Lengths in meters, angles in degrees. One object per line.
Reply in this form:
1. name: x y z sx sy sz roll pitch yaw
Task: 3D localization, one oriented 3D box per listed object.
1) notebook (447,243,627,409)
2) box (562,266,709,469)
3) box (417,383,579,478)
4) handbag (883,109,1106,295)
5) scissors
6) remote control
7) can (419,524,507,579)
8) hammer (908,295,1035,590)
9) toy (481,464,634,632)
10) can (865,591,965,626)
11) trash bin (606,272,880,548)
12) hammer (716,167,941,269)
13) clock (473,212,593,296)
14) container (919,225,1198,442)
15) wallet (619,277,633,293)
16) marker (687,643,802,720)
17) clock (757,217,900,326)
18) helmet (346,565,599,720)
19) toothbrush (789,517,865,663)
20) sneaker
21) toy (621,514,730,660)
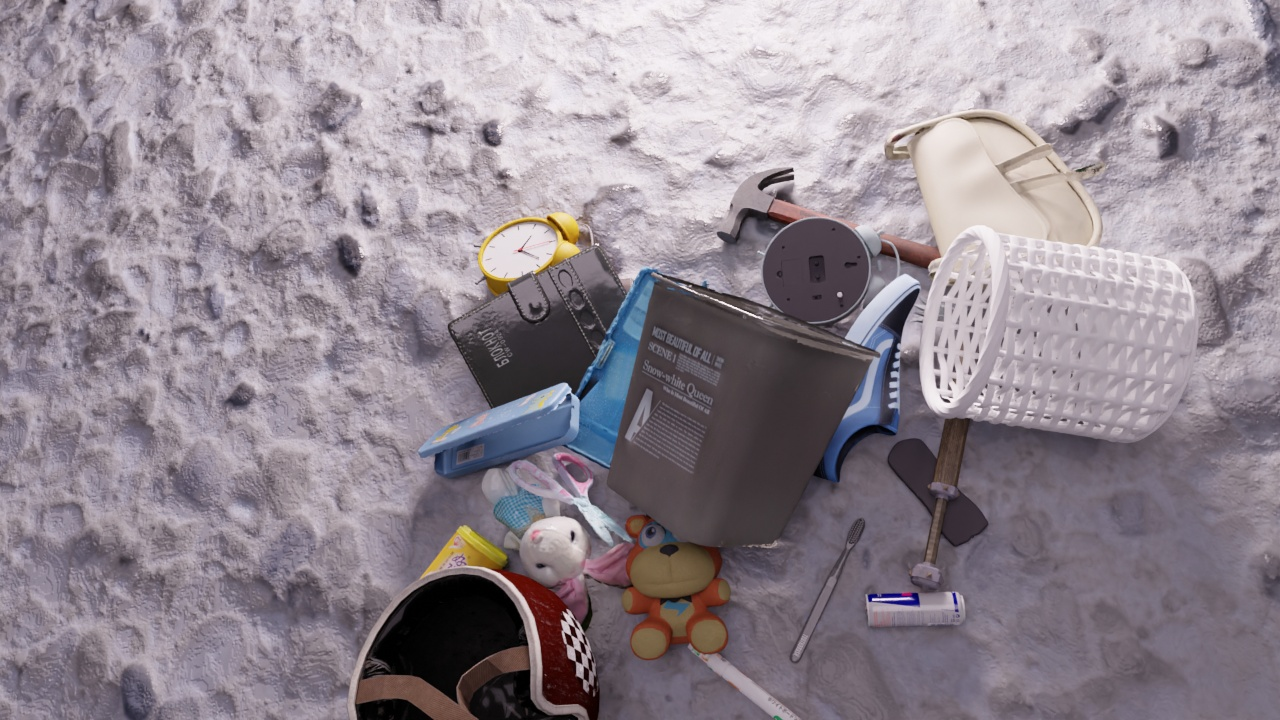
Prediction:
1. notebook: -0.103 -0.025 1.092 0.209 0.029 0.169 -29 91 -2
2. box: -0.005 0.006 1.020 0.094 0.110 0.231 29 82 -4
3. box: -0.167 0.074 1.040 0.210 0.064 0.069 -18 55 29
4. handbag: 0.389 -0.188 1.010 0.184 0.132 0.228 -9 61 0
5. scissors: -0.080 0.153 0.989 0.179 0.108 0.016 48 129 49
6. remote control: 0.312 0.136 0.972 0.046 0.009 0.124 -33 65 -2
7. can: -0.203 0.242 1.016 0.068 0.068 0.105 33 79 22
8. hammer: 0.334 0.089 0.967 0.147 0.028 0.316 15 69 10
9. toy: -0.101 0.185 0.997 0.131 0.106 0.205 -40 67 -8
10. can: 0.275 0.250 0.922 0.095 0.032 0.032 -5 67 11
11. trash bin: 0.088 0.054 0.924 0.197 0.197 0.220 29 103 45
12. hammer: 0.250 -0.152 1.093 0.301 0.028 0.111 21 75 20
13. clock: -0.132 -0.133 1.150 0.152 0.052 0.113 -15 50 6
14. container: 0.397 -0.024 0.898 0.187 0.190 0.189 9 70 -2
15. wallet: -0.069 -0.065 1.135 0.123 0.019 0.072 -2 68 12
16. marker: 0.109 0.333 0.935 0.145 0.017 0.017 34 79 22
17. clock: 0.215 -0.102 1.053 0.159 0.045 0.122 -6 84 14
18. helmet: -0.146 0.315 0.869 0.234 0.254 0.233 -15 51 12
19. toothbrush: 0.196 0.238 0.958 0.013 0.013 0.167 25 78 21
20. sneaker: 0.254 0.026 0.992 0.098 0.083 0.241 33 86 24
21. toy: 0.035 0.224 0.958 0.112 0.096 0.175 -9 47 4
